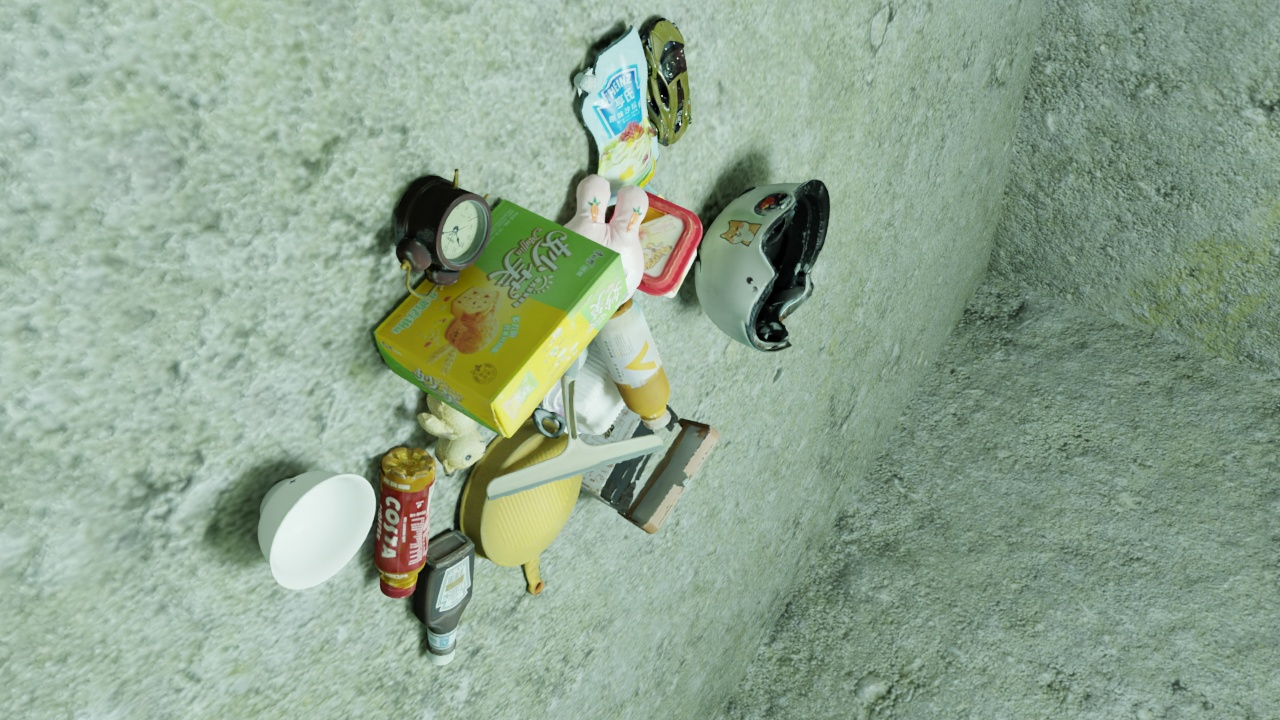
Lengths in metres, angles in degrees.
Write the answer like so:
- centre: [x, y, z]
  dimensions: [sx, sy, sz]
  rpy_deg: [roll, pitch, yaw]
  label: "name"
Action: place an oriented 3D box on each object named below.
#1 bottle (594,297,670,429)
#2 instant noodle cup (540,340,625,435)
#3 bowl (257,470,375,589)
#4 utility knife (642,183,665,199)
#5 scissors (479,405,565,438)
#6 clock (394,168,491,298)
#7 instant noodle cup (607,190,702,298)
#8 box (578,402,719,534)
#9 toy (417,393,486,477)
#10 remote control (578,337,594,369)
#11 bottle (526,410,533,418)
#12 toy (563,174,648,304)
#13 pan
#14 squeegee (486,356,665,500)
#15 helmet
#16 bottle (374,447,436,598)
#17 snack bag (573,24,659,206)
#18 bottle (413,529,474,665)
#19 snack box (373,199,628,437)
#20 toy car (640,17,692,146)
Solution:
- centre: [-0.007, 0.007, 1.171]
  dimensions: [0.067, 0.068, 0.190]
  rpy_deg: [-46, 129, -33]
  label: "bottle"
- centre: [-0.051, 0.023, 1.245]
  dimensions: [0.173, 0.060, 0.138]
  rpy_deg: [-55, 153, -15]
  label: "instant noodle cup"
- centre: [-0.315, 0.146, 0.860]
  dimensions: [0.118, 0.065, 0.118]
  rpy_deg: [-41, 145, -37]
  label: "bowl"
- centre: [0.034, -0.204, 1.244]
  dimensions: [0.031, 0.022, 0.216]
  rpy_deg: [-65, 161, -1]
  label: "utility knife"
- centre: [-0.141, 0.037, 1.108]
  dimensions: [0.179, 0.014, 0.159]
  rpy_deg: [41, 59, -48]
  label: "scissors"
- centre: [-0.190, -0.117, 0.867]
  dimensions: [0.122, 0.055, 0.082]
  rpy_deg: [-65, 155, -5]
  label: "clock"
- centre: [0.016, -0.140, 1.178]
  dimensions: [0.116, 0.117, 0.124]
  rpy_deg: [-63, 166, -4]
  label: "instant noodle cup"
- centre: [0.011, 0.149, 1.338]
  dimensions: [0.182, 0.174, 0.152]
  rpy_deg: [-60, 152, -10]
  label: "box"
- centre: [-0.197, 0.045, 0.988]
  dimensions: [0.105, 0.066, 0.157]
  rpy_deg: [-60, 155, -71]
  label: "toy"
- centre: [-0.068, -0.048, 1.168]
  dimensions: [0.049, 0.024, 0.124]
  rpy_deg: [61, 46, -61]
  label: "remote control"
- centre: [-0.157, -0.004, 1.014]
  dimensions: [0.066, 0.067, 0.150]
  rpy_deg: [-33, 123, -47]
  label: "bottle"
- centre: [-0.049, -0.134, 1.076]
  dimensions: [0.121, 0.054, 0.159]
  rpy_deg: [10, 103, -21]
  label: "toy"
- centre: [-0.153, 0.227, 1.255]
  dimensions: [0.197, 0.078, 0.358]
  rpy_deg: [-44, 141, -33]
  label: "pan"
- centre: [-0.083, 0.024, 1.105]
  dimensions: [0.246, 0.039, 0.247]
  rpy_deg: [-14, 117, -27]
  label: "squeegee"
- centre: [0.172, -0.154, 1.389]
  dimensions: [0.273, 0.157, 0.230]
  rpy_deg: [-67, 154, -20]
  label: "helmet"
- centre: [-0.259, 0.181, 1.002]
  dimensions: [0.057, 0.057, 0.175]
  rpy_deg: [-26, 134, -52]
  label: "bottle"
- centre: [-0.024, -0.276, 1.057]
  dimensions: [0.110, 0.039, 0.191]
  rpy_deg: [-39, 145, -21]
  label: "snack bag"
- centre: [-0.247, 0.304, 1.151]
  dimensions: [0.079, 0.044, 0.195]
  rpy_deg: [-27, 137, -45]
  label: "bottle"
- centre: [-0.135, -0.048, 0.915]
  dimensions: [0.209, 0.158, 0.070]
  rpy_deg: [-52, 155, -24]
  label: "snack box"
- centre: [0.030, -0.331, 1.102]
  dimensions: [0.070, 0.042, 0.158]
  rpy_deg: [-50, 148, -28]
  label: "toy car"
